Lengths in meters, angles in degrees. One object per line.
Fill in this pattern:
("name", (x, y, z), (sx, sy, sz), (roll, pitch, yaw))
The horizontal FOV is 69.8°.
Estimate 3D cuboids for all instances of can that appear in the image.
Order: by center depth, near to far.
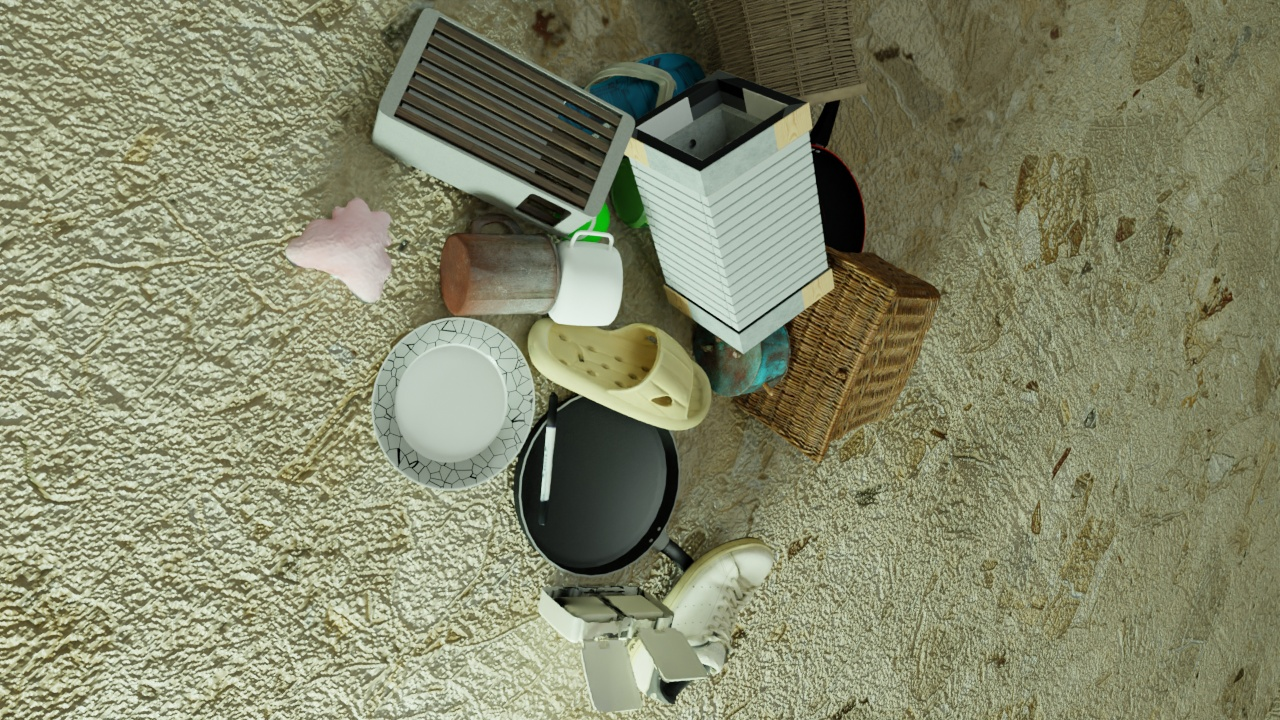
("can", (0.043, -0.211, 1.114), (0.143, 0.083, 0.083), (-15, 102, -32))

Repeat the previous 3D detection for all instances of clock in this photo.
("clock", (0.122, -0.032, 1.161), (0.073, 0.121, 0.157), (-7, 91, -38))

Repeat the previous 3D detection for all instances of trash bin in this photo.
("trash bin", (-0.142, -0.233, 0.936), (0.228, 0.115, 0.114), (24, 80, -17))
("trash bin", (0.102, -0.164, 1.027), (0.142, 0.142, 0.247), (-35, 134, -17))

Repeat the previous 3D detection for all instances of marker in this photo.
("marker", (-0.105, 0.111, 1.045), (0.011, 0.011, 0.152), (5, 91, -34))

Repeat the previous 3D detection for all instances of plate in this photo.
("plate", (-0.204, 0.047, 1.008), (0.188, 0.016, 0.188), (-3, 95, -34))

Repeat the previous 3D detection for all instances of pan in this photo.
("pan", (-0.011, 0.190, 1.137), (0.356, 0.034, 0.225), (48, 68, -27))
("pan", (0.233, -0.258, 1.248), (0.208, 0.067, 0.356), (9, 88, -34))

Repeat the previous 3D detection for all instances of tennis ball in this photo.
("tennis ball", (-0.068, -0.164, 1.054), (0.065, 0.065, 0.065), (-3, 95, -34))

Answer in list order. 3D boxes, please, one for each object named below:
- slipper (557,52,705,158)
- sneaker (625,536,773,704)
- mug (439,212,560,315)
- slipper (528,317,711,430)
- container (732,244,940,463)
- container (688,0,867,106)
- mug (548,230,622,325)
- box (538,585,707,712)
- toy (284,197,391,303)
("slipper", (-0.021, -0.291, 1.082), (0.294, 0.060, 0.118), (-22, 109, -31))
("sneaker", (0.084, 0.326, 1.136), (0.241, 0.102, 0.089), (-46, 125, -2))
("mug", (-0.157, -0.108, 0.994), (0.110, 0.097, 0.123), (-2, 63, -37))
("slipper", (-0.006, 0.006, 1.080), (0.261, 0.079, 0.111), (19, 54, -29))
("container", (0.267, -0.025, 1.196), (0.182, 0.162, 0.250), (-8, 125, -42))
("container", (0.164, -0.399, 1.096), (0.226, 0.227, 0.196), (-21, 106, -31))
("mug", (-0.063, -0.094, 1.024), (0.068, 0.094, 0.116), (2, 129, -19))
("box", (-0.025, 0.318, 1.058), (0.145, 0.185, 0.066), (9, 116, -31))
("toy", (-0.291, -0.115, 0.917), (0.102, 0.050, 0.093), (28, 81, -29))
